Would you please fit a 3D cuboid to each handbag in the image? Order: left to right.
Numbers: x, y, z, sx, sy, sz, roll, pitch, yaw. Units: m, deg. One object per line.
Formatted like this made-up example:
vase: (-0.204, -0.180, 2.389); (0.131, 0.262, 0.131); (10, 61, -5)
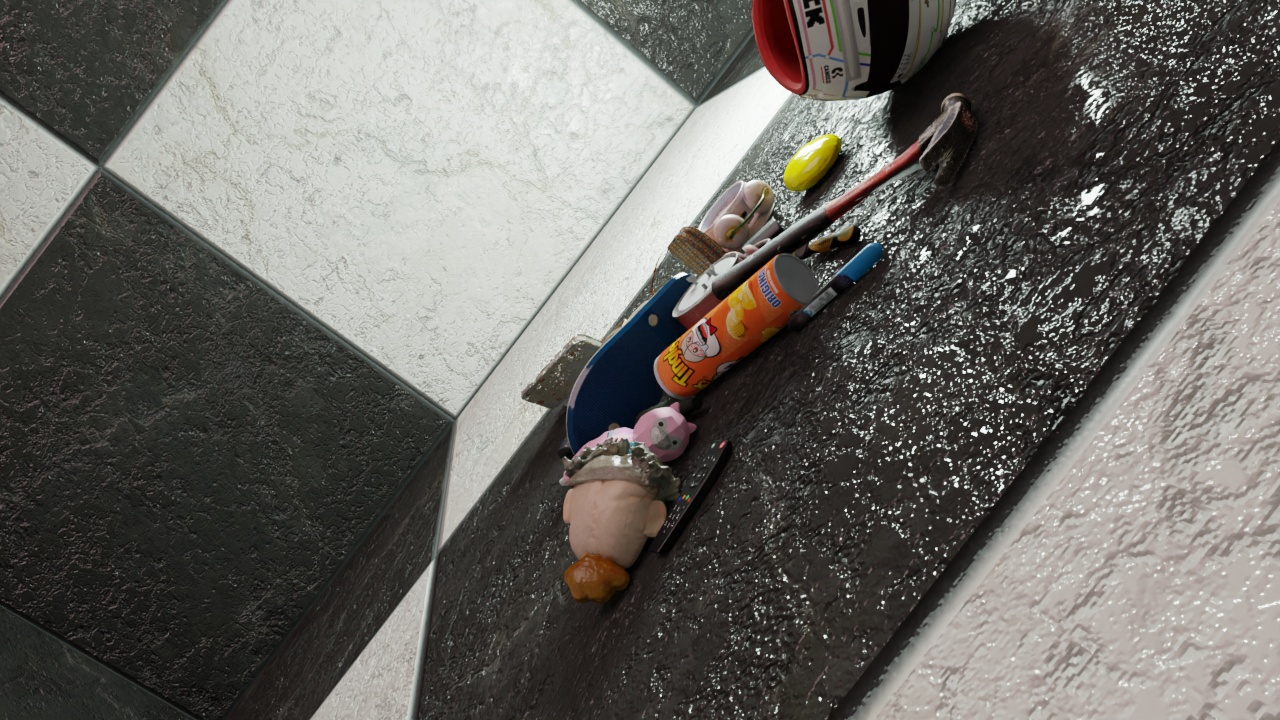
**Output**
handbag: (0.065, -0.132, 1.354); (0.043, 0.093, 0.196); (-52, 6, -27)

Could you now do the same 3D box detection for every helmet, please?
helmet: (0.270, -0.444, 1.132); (0.236, 0.231, 0.314); (-15, 10, 2)

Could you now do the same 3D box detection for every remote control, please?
remote control: (0.047, 0.128, 0.860); (0.124, 0.010, 0.039); (-56, 13, -16)
remote control: (0.134, -0.135, 1.233); (0.141, 0.021, 0.045); (-44, 13, 15)

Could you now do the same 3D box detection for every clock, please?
clock: (0.102, -0.096, 1.128); (0.156, 0.062, 0.110); (-50, 12, -16)
clock: (0.142, -0.206, 1.334); (0.116, 0.059, 0.158); (-53, 13, -3)

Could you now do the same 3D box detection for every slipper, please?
slipper: (-0.007, 0.007, 1.154); (0.060, 0.118, 0.294); (-4, 44, 56)

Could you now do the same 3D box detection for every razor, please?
razor: (0.198, -0.127, 0.999); (0.144, 0.021, 0.044); (174, 116, -73)

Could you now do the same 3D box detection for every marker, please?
marker: (0.187, -0.070, 0.889); (0.123, 0.018, 0.015); (-45, 9, 32)

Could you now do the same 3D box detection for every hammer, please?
hammer: (0.195, -0.148, 0.948); (0.327, 0.036, 0.140); (-34, 18, 37)

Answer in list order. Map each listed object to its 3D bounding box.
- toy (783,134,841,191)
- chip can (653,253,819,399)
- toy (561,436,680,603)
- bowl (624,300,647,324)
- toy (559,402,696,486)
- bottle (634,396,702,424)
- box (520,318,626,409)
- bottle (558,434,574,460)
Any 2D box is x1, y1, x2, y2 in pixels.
toy: (0.229, -0.264, 1.222); (0.094, 0.041, 0.095); (-20, 33, 59)
chip can: (0.099, -0.032, 0.995); (0.211, 0.062, 0.062); (-41, 17, 43)
toy: (-0.025, 0.158, 0.906); (0.133, 0.076, 0.175); (-3, 57, 36)
bowl: (0.016, -0.034, 1.283); (0.177, 0.071, 0.177); (-49, 13, 16)
toy: (-0.011, 0.102, 1.012); (0.158, 0.067, 0.123); (-36, 3, 9)
bottle: (0.034, 0.061, 1.045); (0.033, 0.033, 0.123); (-59, 15, -27)
box: (-0.110, 0.003, 1.580); (0.218, 0.094, 0.120); (-40, 14, 43)
bottle: (-0.069, 0.079, 1.308); (0.056, 0.056, 0.160); (-39, 18, 46)
